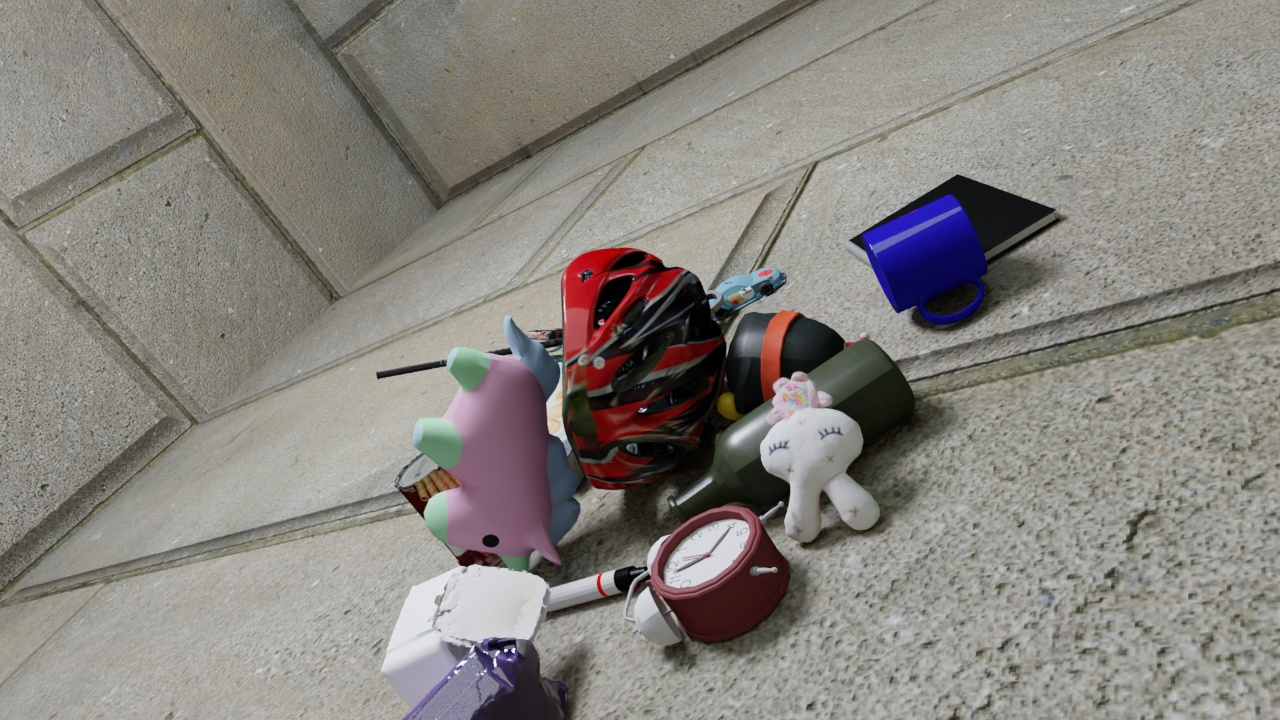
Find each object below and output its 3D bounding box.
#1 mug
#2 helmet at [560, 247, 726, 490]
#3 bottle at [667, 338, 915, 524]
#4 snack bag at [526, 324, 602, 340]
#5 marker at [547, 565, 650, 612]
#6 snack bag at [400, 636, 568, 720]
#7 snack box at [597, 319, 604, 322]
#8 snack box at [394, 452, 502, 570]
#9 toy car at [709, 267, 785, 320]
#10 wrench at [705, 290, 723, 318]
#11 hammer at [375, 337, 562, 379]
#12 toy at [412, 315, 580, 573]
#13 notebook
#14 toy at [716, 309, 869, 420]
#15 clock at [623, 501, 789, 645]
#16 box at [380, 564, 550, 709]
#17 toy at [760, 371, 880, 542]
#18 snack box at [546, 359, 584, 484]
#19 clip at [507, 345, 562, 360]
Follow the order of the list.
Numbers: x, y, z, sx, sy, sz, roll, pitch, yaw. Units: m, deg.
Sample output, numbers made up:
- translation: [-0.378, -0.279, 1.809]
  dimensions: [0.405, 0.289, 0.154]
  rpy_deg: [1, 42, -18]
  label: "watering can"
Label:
- translation: [0.260, -0.082, 0.822]
  dimensions: [0.083, 0.079, 0.111]
  rpy_deg: [-25, 63, 10]
  label: "mug"
- translation: [-0.005, 0.005, 0.858]
  dimensions: [0.167, 0.218, 0.271]
  rpy_deg: [-4, 22, 11]
  label: "helmet"
- translation: [0.115, 0.066, 0.734]
  dimensions: [0.207, 0.071, 0.071]
  rpy_deg: [-34, 21, 1]
  label: "bottle"
- translation: [-0.063, -0.038, 1.181]
  dimensions: [0.155, 0.018, 0.075]
  rpy_deg: [-4, 5, -27]
  label: "snack bag"
- translation: [-0.046, 0.193, 0.770]
  dimensions: [0.146, 0.019, 0.019]
  rpy_deg: [-22, 24, 28]
  label: "marker"
- translation: [-0.133, 0.281, 0.612]
  dimensions: [0.205, 0.096, 0.058]
  rpy_deg: [-43, 45, -20]
  label: "snack bag"
- translation: [-0.021, -0.064, 1.226]
  dimensions: [0.089, 0.021, 0.133]
  rpy_deg: [-8, 5, -33]
  label: "snack box"
- translation: [-0.184, 0.149, 0.927]
  dimensions: [0.072, 0.121, 0.072]
  rpy_deg: [-29, 21, 12]
  label: "snack box"
- translation: [0.122, -0.088, 1.115]
  dimensions: [0.108, 0.027, 0.060]
  rpy_deg: [-28, 22, 17]
  label: "toy car"
- translation: [-0.006, 0.008, 1.068]
  dimensions: [0.273, 0.018, 0.083]
  rpy_deg: [-43, 48, -13]
  label: "wrench"
- translation: [-0.142, -0.014, 1.067]
  dimensions: [0.324, 0.015, 0.095]
  rpy_deg: [-11, -7, -13]
  label: "hammer"
- translation: [-0.120, 0.081, 0.844]
  dimensions: [0.222, 0.171, 0.120]
  rpy_deg: [-65, 13, -3]
  label: "toy"
- translation: [0.311, -0.132, 0.950]
  dimensions: [0.149, 0.016, 0.206]
  rpy_deg: [-32, 21, 5]
  label: "notebook"
- translation: [0.135, 0.006, 0.807]
  dimensions: [0.119, 0.100, 0.097]
  rpy_deg: [3, 5, 31]
  label: "toy"
- translation: [0.047, 0.157, 0.670]
  dimensions: [0.138, 0.048, 0.096]
  rpy_deg: [-23, 24, 25]
  label: "clock"
- translation: [-0.116, 0.212, 0.719]
  dimensions: [0.130, 0.103, 0.109]
  rpy_deg: [-28, 21, 11]
  label: "box"
- translation: [0.126, 0.067, 0.673]
  dimensions: [0.076, 0.125, 0.037]
  rpy_deg: [-18, -17, 23]
  label: "toy"
- translation: [-0.104, 0.066, 1.016]
  dimensions: [0.145, 0.043, 0.144]
  rpy_deg: [5, 50, 32]
  label: "snack box"
- translation: [-0.129, -0.008, 1.141]
  dimensions: [0.076, 0.047, 0.023]
  rpy_deg: [-1, 29, 29]
  label: "clip"
